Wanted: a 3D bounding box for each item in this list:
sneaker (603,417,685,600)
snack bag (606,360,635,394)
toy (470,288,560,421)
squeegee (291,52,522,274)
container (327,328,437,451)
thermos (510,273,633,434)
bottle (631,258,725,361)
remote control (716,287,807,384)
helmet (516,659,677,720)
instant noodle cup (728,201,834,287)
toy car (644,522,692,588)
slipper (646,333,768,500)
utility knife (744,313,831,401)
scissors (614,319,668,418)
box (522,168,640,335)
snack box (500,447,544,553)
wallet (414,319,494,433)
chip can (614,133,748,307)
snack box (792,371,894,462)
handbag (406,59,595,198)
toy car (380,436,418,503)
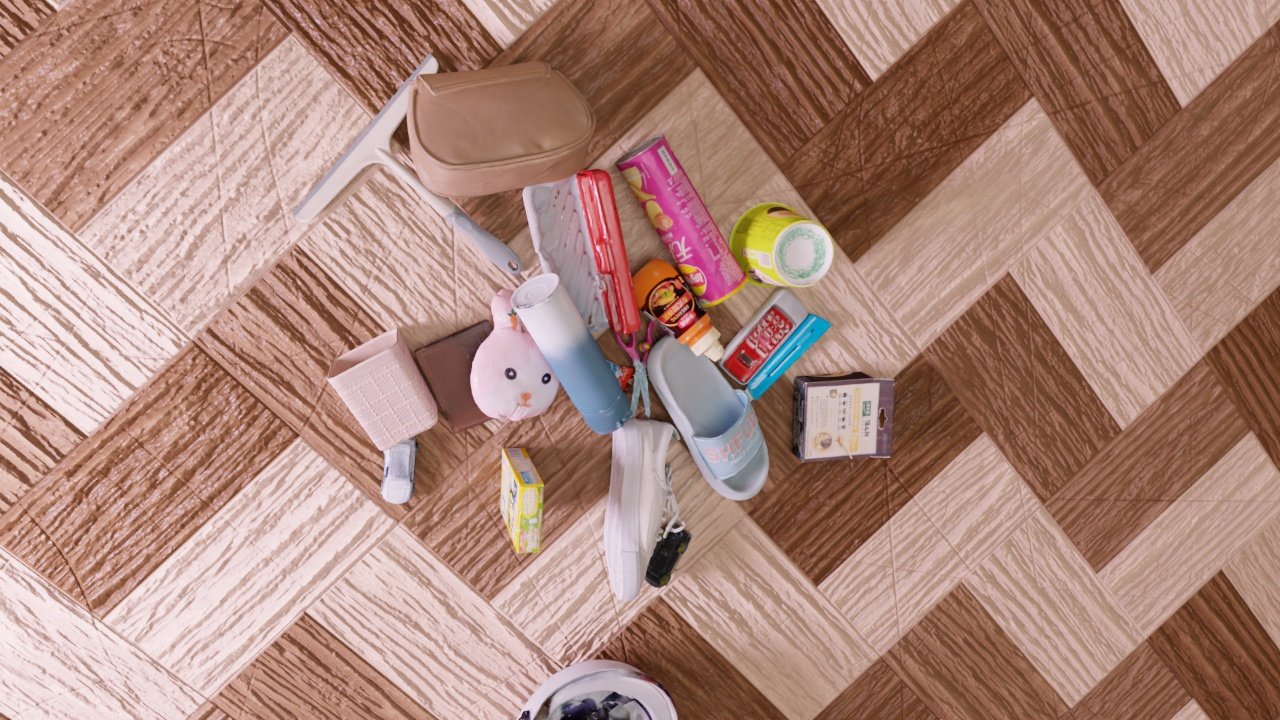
[{"bbox_3d":[0.008,0.194,1.207,0.090,0.089,0.242,2,97,-18],"label":"sneaker"},{"bbox_3d":[-0.056,0.010,1.175,0.104,0.026,0.048,32,81,-18],"label":"snack bag"},{"bbox_3d":[-0.149,-0.006,1.118,0.121,0.054,0.159,7,86,-38],"label":"toy"},{"bbox_3d":[-0.233,-0.182,1.082,0.246,0.039,0.246,41,91,-18],"label":"squeegee"},{"bbox_3d":[-0.302,0.037,1.095,0.090,0.090,0.111,-28,110,-5],"label":"container"},{"bbox_3d":[-0.079,-0.001,1.104,0.070,0.070,0.220,-31,124,-4],"label":"thermos"},{"bbox_3d":[0.050,-0.057,1.144,0.067,0.067,0.149,-43,91,0],"label":"bottle"},{"bbox_3d":[0.162,-0.032,1.217,0.056,0.020,0.136,41,92,-17],"label":"remote control"},{"bbox_3d":[-0.071,0.509,1.229,0.229,0.146,0.258,18,91,-17],"label":"helmet"},{"bbox_3d":[0.182,-0.138,1.141,0.111,0.123,0.112,-3,103,-12],"label":"instant noodle cup"},{"bbox_3d":[0.036,0.266,1.248,0.090,0.042,0.035,-61,152,4],"label":"toy car"},{"bbox_3d":[0.099,0.069,1.185,0.103,0.074,0.245,-42,107,-29],"label":"slipper"},{"bbox_3d":[0.191,-0.001,1.232,0.034,0.018,0.159,42,93,-19],"label":"utility knife"},{"bbox_3d":[-0.009,0.009,1.175,0.083,0.017,0.137,14,85,-21],"label":"scissors"},{"bbox_3d":[-0.073,-0.122,1.104,0.101,0.095,0.201,-16,107,-12],"label":"box"},{"bbox_3d":[-0.148,0.170,1.132,0.033,0.140,0.087,0,103,-15],"label":"snack box"},{"bbox_3d":[-0.210,0.021,1.141,0.101,0.032,0.124,-24,108,-9],"label":"wallet"},{"bbox_3d":[0.052,-0.171,1.133,0.071,0.071,0.210,-34,107,-3],"label":"chip can"},{"bbox_3d":[0.275,0.077,1.251,0.125,0.053,0.113,-3,104,-13],"label":"snack box"},{"bbox_3d":[-0.160,-0.259,1.033,0.204,0.100,0.147,-14,70,-21],"label":"handbag"},{"bbox_3d":[-0.301,0.137,1.147,0.043,0.034,0.091,5,103,-17],"label":"toy car"}]
